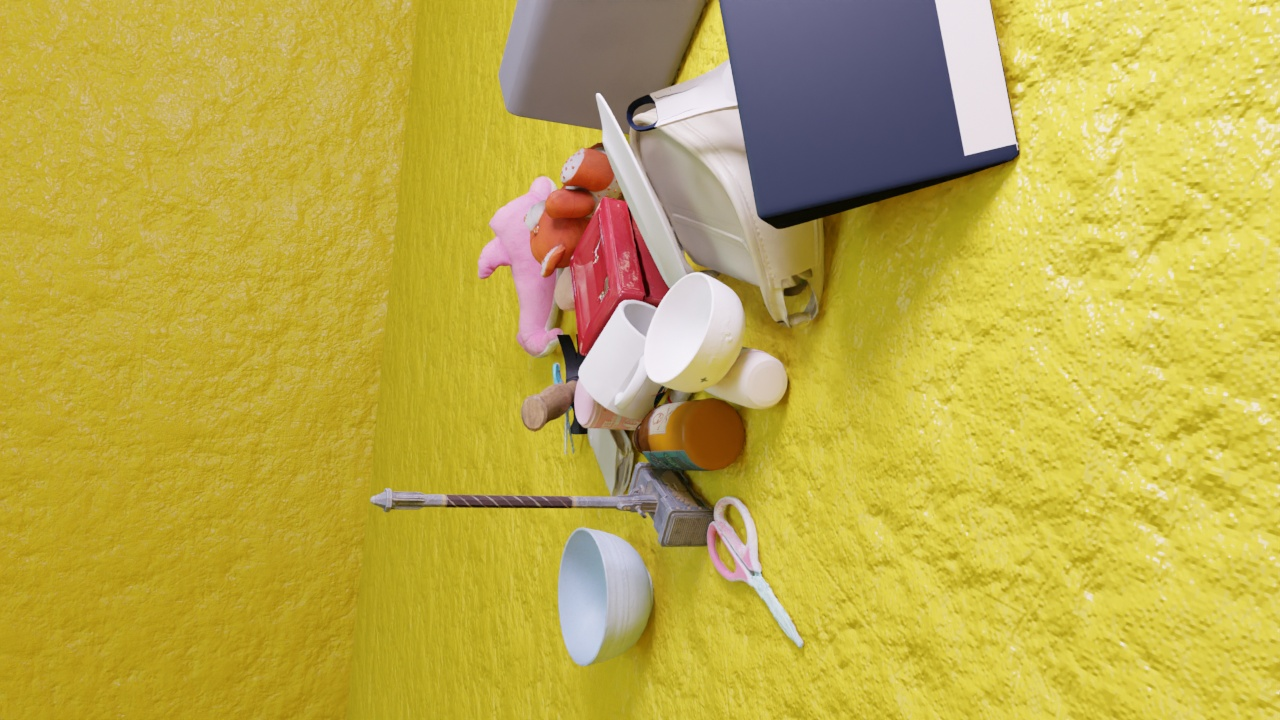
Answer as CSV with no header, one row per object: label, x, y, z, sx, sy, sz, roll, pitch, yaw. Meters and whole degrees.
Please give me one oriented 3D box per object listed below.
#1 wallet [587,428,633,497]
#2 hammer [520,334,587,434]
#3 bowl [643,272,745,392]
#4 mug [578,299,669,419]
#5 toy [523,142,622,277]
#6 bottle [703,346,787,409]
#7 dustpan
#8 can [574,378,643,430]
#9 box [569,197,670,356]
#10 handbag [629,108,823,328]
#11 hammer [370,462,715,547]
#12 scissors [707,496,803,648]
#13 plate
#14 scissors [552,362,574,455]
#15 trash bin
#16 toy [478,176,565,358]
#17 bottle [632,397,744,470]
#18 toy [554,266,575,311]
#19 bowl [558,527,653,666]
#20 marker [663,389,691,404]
wallet,-0.037,0.100,1.120,0.116,0.032,0.086,-118,29,-46
hammer,-0.093,0.039,1.069,0.305,0.040,0.132,-34,-58,-84
bowl,0.052,-0.020,0.803,0.105,0.054,0.104,-42,37,43
mug,-0.006,0.006,0.953,0.090,0.091,0.121,-57,10,25
toy,-0.086,-0.193,1.155,0.173,0.093,0.163,-58,6,17
bottle,0.080,0.010,0.851,0.146,0.051,0.051,-161,77,-65
dustpan,0.106,-0.219,0.667,0.080,0.274,0.236,-2,-98,-71
can,-0.030,0.046,1.054,0.067,0.076,0.067,-176,90,-66
box,-0.028,-0.094,1.062,0.130,0.086,0.158,123,144,-48
handbag,0.097,-0.146,0.827,0.229,0.131,0.184,-139,32,-64
hammer,-0.090,0.135,0.873,0.098,0.321,0.044,-131,50,-58
scissors,0.102,0.191,0.816,0.174,0.017,0.077,-124,46,-54
plate,0.002,-0.147,0.911,0.242,0.016,0.242,-21,-94,-89
scissors,-0.099,0.057,1.236,0.125,0.015,0.136,-74,-19,-67
trash bin,-0.041,-0.376,1.017,0.220,0.191,0.097,117,148,-43
toy,-0.169,-0.135,1.334,0.187,0.127,0.265,5,96,62
bottle,0.036,0.076,0.914,0.157,0.067,0.067,166,107,-64
toy,-0.078,-0.118,1.223,0.108,0.053,0.105,-16,61,64
bowl,-0.033,0.262,1.025,0.151,0.074,0.150,-176,90,-66
marker,0.054,0.014,0.943,0.146,0.019,0.019,120,145,-44
